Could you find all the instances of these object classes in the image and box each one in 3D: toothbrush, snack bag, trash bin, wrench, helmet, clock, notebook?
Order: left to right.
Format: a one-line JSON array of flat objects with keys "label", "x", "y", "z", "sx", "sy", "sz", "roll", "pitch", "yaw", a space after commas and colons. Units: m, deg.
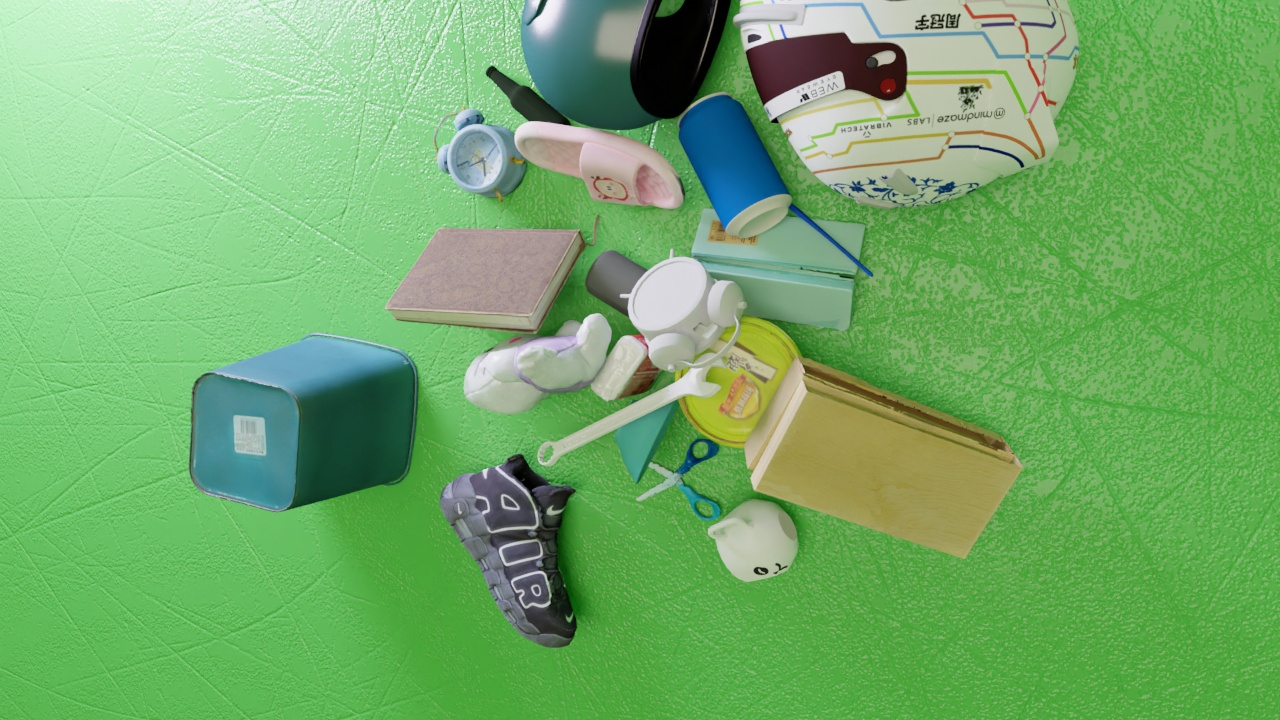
[{"label": "trash bin", "x": -0.425, "y": 0.080, "z": 1.155, "sx": 0.199, "sy": 0.218, "sz": 0.197, "roll": 10, "pitch": 100, "yaw": 16}, {"label": "clock", "x": -0.200, "y": -0.253, "z": 1.123, "sx": 0.124, "sy": 0.051, "sz": 0.089, "roll": 38, "pitch": 109, "yaw": 10}, {"label": "notebook", "x": -0.174, "y": -0.115, "z": 1.096, "sx": 0.216, "sy": 0.189, "sz": 0.034, "roll": 6, "pitch": 142, "yaw": 27}, {"label": "helmet", "x": -0.026, "y": -0.388, "z": 0.983, "sx": 0.200, "sy": 0.176, "sz": 0.275, "roll": 24, "pitch": 96, "yaw": 30}, {"label": "wrench", "x": -0.016, "y": 0.061, "z": 1.026, "sx": 0.274, "sy": 0.009, "sz": 0.047, "roll": -28, "pitch": 54, "yaw": 31}, {"label": "snack bag", "x": -0.006, "y": 0.006, "z": 1.061, "sx": 0.036, "sy": 0.115, "sz": 0.077, "roll": 39, "pitch": 106, "yaw": 15}, {"label": "clock", "x": 0.050, "y": -0.046, "z": 0.974, "sx": 0.120, "sy": 0.061, "sz": 0.159, "roll": -42, "pitch": 44, "yaw": 2}, {"label": "toothbrush", "x": 0.186, "y": -0.151, "z": 1.006, "sx": 0.186, "sy": 0.016, "sz": 0.011, "roll": 49, "pitch": 117, "yaw": 23}, {"label": "helmet", "x": 0.245, "y": -0.265, "z": 0.878, "sx": 0.315, "sy": 0.230, "sz": 0.236, "roll": 3, "pitch": 101, "yaw": 13}]

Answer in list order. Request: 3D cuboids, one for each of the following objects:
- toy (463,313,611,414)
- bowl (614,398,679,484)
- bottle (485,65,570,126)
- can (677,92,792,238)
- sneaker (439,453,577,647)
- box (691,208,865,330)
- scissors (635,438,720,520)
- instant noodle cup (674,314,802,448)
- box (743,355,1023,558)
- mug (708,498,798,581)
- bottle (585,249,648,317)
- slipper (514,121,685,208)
[{"label": "toy", "x": -0.116, "y": 0.007, "z": 1.053, "sx": 0.210, "sy": 0.137, "sz": 0.085, "roll": -15, "pitch": 104, "yaw": 58}, {"label": "bowl", "x": 0.002, "y": 0.079, "z": 1.061, "sx": 0.046, "sy": 0.121, "sz": 0.121, "roll": 26, "pitch": 104, "yaw": 6}, {"label": "bottle", "x": -0.138, "y": -0.312, "z": 1.105, "sx": 0.123, "sy": 0.033, "sz": 0.033, "roll": 42, "pitch": 107, "yaw": 9}, {"label": "can", "x": 0.102, "y": -0.212, "z": 1.003, "sx": 0.079, "sy": 0.078, "sz": 0.146, "roll": -30, "pitch": 76, "yaw": 19}, {"label": "sneaker", "x": -0.125, "y": 0.222, "z": 1.143, "sx": 0.151, "sy": 0.097, "sz": 0.252, "roll": -39, "pitch": 79, "yaw": 17}, {"label": "box", "x": 0.152, "y": -0.104, "z": 1.039, "sx": 0.187, "sy": 0.078, "sz": 0.112, "roll": 7, "pitch": 71, "yaw": 16}, {"label": "scissors", "x": 0.050, "y": 0.137, "z": 1.116, "sx": 0.127, "sy": 0.014, "sz": 0.127, "roll": 27, "pitch": 108, "yaw": 17}, {"label": "instant noodle cup", "x": 0.119, "y": 0.019, "z": 1.030, "sx": 0.146, "sy": 0.097, "sz": 0.146, "roll": 3, "pitch": 99, "yaw": 18}, {"label": "box", "x": 0.248, "y": 0.104, "z": 0.945, "sx": 0.249, "sy": 0.091, "sz": 0.128, "roll": 20, "pitch": 121, "yaw": -12}, {"label": "mug", "x": 0.127, "y": 0.199, "z": 1.042, "sx": 0.076, "sy": 0.123, "sz": 0.090, "roll": -32, "pitch": 51, "yaw": 27}, {"label": "bottle", "x": -0.008, "y": -0.081, "z": 1.078, "sx": 0.108, "sy": 0.060, "sz": 0.060, "roll": 32, "pitch": 106, "yaw": 12}, {"label": "slipper", "x": -0.048, "y": -0.219, "z": 1.051, "sx": 0.222, "sy": 0.107, "sz": 0.055, "roll": 21, "pitch": 74, "yaw": 20}]
